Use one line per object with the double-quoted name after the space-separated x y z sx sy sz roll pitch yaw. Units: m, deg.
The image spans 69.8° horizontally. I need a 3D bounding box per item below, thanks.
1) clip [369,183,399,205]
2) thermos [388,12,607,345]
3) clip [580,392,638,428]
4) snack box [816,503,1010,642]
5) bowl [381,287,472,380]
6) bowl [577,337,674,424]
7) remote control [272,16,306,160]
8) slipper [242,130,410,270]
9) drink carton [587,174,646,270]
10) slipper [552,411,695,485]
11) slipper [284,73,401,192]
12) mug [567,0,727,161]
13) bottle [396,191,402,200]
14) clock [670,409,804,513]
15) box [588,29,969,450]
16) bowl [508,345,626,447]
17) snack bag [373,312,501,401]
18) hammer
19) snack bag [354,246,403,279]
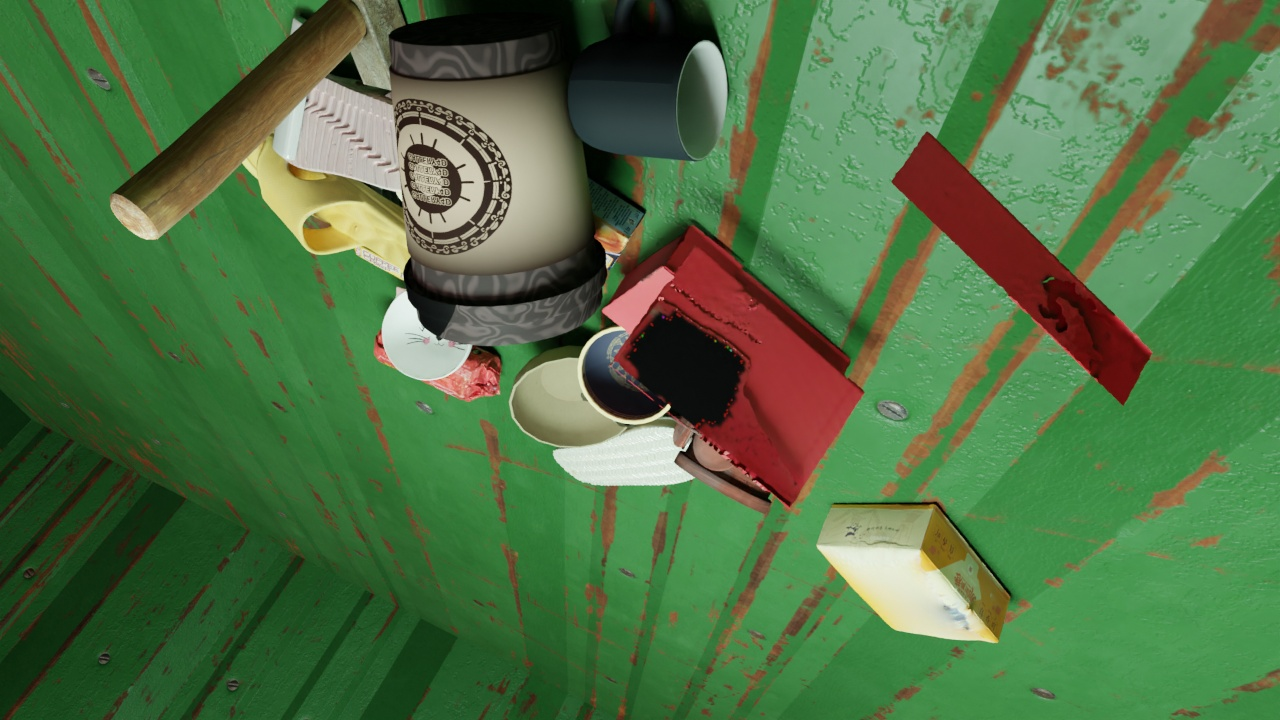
-0.280 -0.183 0.995 0.112 0.028 0.163 33 151 -7 "clip"
-0.117 -0.149 0.736 0.173 0.172 0.226 13 124 25 "thermos"
-0.015 0.044 1.039 0.102 0.056 0.056 6 -169 -10 "clip"
0.323 0.257 1.088 0.145 0.080 0.195 -10 132 48 "snack box"
-0.256 -0.034 1.136 0.115 0.115 0.050 26 -175 6 "bowl"
-0.006 0.006 0.999 0.112 0.061 0.112 6 113 13 "bowl"
-0.328 -0.255 0.866 0.033 0.012 0.131 39 122 31 "remote control"
-0.330 -0.152 0.980 0.263 0.078 0.100 31 153 -2 "slipper"
-0.066 -0.146 0.857 0.130 0.040 0.064 33 149 -5 "drink carton"
-0.012 0.110 1.181 0.264 0.052 0.115 -16 125 46 "slipper"
-0.260 -0.216 0.869 0.239 0.064 0.094 23 111 34 "slipper"
0.004 -0.211 0.673 0.095 0.085 0.122 12 117 27 "mug"
-0.189 -0.190 0.875 0.059 0.059 0.166 42 148 -20 "bottle"
0.094 0.104 1.017 0.157 0.072 0.120 29 180 -27 "clock"
0.137 -0.111 0.923 0.217 0.350 0.198 37 153 -15 "box"
-0.079 0.035 1.092 0.152 0.050 0.153 -2 134 -3 "bowl"
-0.267 -0.003 1.201 0.176 0.082 0.082 24 149 8 "snack bag"
-0.284 -0.206 0.693 0.037 0.299 0.158 18 148 19 "hammer"
-0.308 -0.123 1.114 0.099 0.020 0.026 28 148 2 "snack bag"
